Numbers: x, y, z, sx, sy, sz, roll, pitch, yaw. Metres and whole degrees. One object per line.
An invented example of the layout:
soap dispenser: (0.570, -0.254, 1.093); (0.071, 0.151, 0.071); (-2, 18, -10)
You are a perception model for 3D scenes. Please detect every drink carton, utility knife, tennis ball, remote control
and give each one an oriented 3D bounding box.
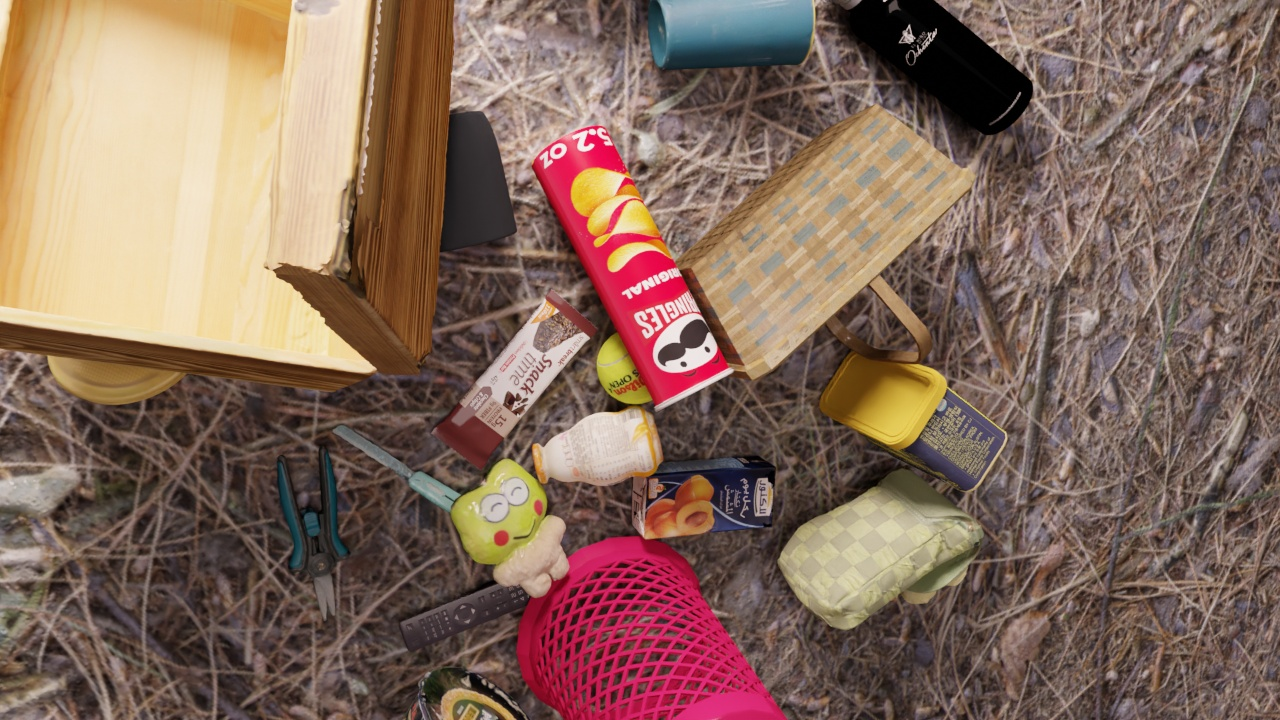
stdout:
drink carton: (0.059, 0.124, 0.844); (0.130, 0.040, 0.064); (-2, 102, -18)
utility knife: (-0.182, 0.106, 0.773); (0.179, 0.016, 0.022); (37, 55, -20)
tennis ball: (-0.005, 0.005, 0.784); (0.065, 0.065, 0.065); (-4, 102, -18)
remote control: (-0.143, 0.215, 0.808); (0.136, 0.015, 0.032); (-19, 106, -14)

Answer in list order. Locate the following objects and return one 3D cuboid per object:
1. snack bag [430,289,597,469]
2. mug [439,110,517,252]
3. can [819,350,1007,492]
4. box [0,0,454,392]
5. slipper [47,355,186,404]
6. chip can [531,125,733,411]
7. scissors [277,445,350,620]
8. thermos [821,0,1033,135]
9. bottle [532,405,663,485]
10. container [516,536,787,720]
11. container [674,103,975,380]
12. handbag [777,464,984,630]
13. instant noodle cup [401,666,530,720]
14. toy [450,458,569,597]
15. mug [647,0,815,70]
snack bag: (-0.106, 0.017, 0.781); (0.057, 0.013, 0.158); (42, 86, -23)
mug: (-0.163, -0.133, 0.701); (0.122, 0.085, 0.094); (-8, 105, 13)
can: (0.250, 0.054, 0.845); (0.104, 0.135, 0.075); (33, 89, -24)
box: (-0.193, -0.143, 0.508); (0.281, 0.316, 0.279); (11, 74, -36)
slipper: (-0.329, -0.090, 0.638); (0.099, 0.078, 0.263); (22, 87, -15)
chip can: (-0.008, -0.073, 0.726); (0.069, 0.069, 0.220); (-27, 87, -12)
scissors: (-0.271, 0.140, 0.746); (0.140, 0.019, 0.128); (42, 80, -28)
thermos: (0.246, -0.286, 0.811); (0.231, 0.061, 0.061); (28, 91, -22)
bottle: (-0.037, 0.078, 0.791); (0.108, 0.063, 0.063); (-12, 105, -3)
container: (0.019, 0.276, 0.753); (0.183, 0.226, 0.183); (-6, 107, -22)
container: (0.163, -0.071, 0.782); (0.249, 0.157, 0.186); (-42, 100, -7)
handbag: (0.233, 0.191, 0.889); (0.186, 0.113, 0.117); (-30, 122, -8)
instant noodle cup: (-0.161, 0.348, 0.774); (0.137, 0.137, 0.112); (37, 98, -22)
toy: (-0.105, 0.145, 0.777); (0.115, 0.046, 0.091); (55, 49, -9)
mug: (0.071, -0.275, 0.751); (0.121, 0.078, 0.078); (-11, 104, -11)
